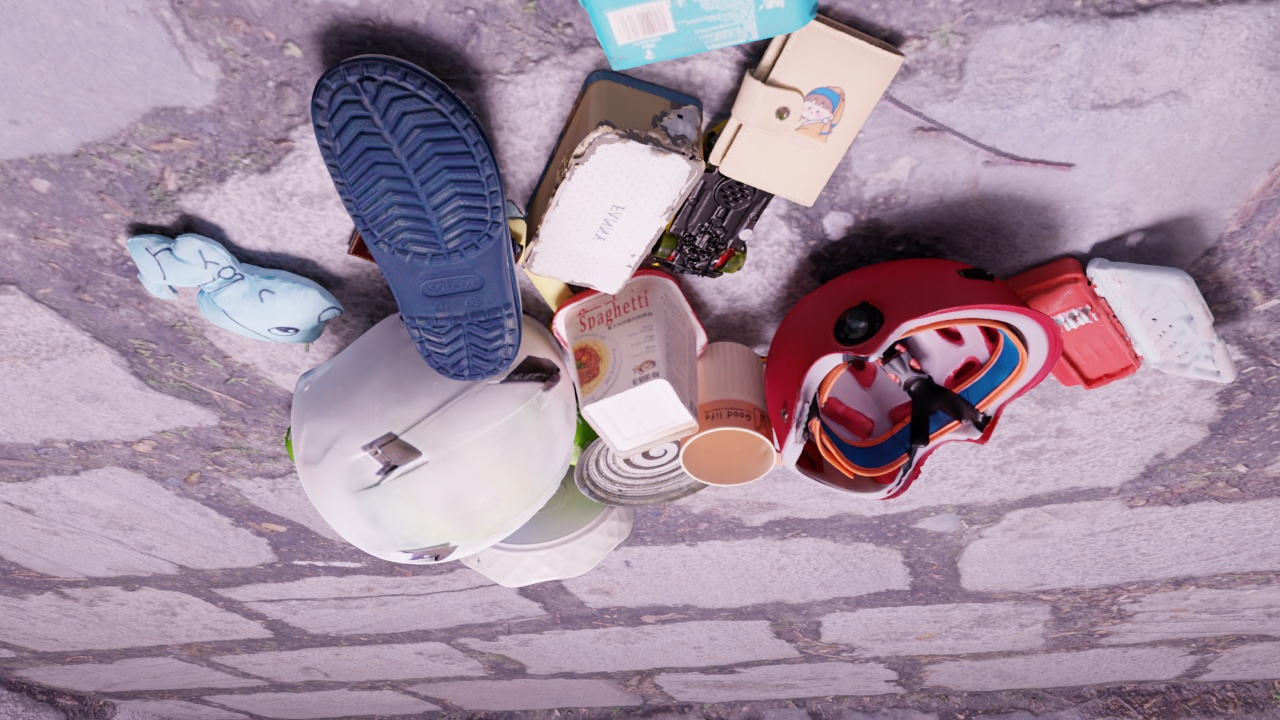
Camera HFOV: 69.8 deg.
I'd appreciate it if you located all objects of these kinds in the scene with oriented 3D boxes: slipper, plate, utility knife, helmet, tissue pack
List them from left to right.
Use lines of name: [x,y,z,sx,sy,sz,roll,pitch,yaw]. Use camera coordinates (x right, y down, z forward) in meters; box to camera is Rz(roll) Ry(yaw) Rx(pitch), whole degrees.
slipper: [-0.140,-0.100,0.648,0.105,0.095,0.253,-14,127,0]
helmet: [-0.159,0.075,0.791,0.258,0.146,0.229,-22,124,-17]
plate: [-0.111,0.166,1.028,0.205,0.204,0.046,-3,120,6]
utility knife: [-0.081,-0.075,0.769,0.031,0.018,0.167,-12,149,14]
plate: [0.018,0.095,0.940,0.179,0.024,0.180,-10,142,-8]
tissue pack: [0.029,-0.216,0.491,0.133,0.050,0.093,-8,147,13]
helmet: [0.208,-0.005,0.767,0.206,0.143,0.241,26,124,-39]

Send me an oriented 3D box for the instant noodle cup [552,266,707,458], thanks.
instant noodle cup: [-0.005,0.005,0.772,0.116,0.124,0.117,-22,133,14]

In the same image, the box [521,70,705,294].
box: [-0.026,-0.116,0.657,0.089,0.062,0.185,14,149,-20]

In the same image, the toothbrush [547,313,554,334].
toothbrush: [0.003,-0.006,0.860,0.190,0.016,0.016,19,127,-15]

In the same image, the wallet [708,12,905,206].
wallet: [0.101,-0.159,0.585,0.087,0.024,0.115,17,129,-17]

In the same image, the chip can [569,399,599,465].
chip can: [-0.077,0.073,0.969,0.221,0.072,0.073,23,143,-32]

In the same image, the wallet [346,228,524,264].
wallet: [-0.166,-0.089,0.736,0.122,0.020,0.097,23,144,-20]

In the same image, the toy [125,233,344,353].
toy: [-0.337,-0.055,0.776,0.161,0.049,0.156,-2,148,15]

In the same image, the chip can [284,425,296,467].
chip can: [-0.291,0.046,0.925,0.072,0.072,0.237,19,145,-29]

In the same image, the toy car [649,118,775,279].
toy car: [0.060,-0.117,0.666,0.071,0.041,0.156,10,139,-19]

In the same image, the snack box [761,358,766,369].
snack box: [0.129,0.026,0.930,0.154,0.026,0.075,1,149,-1]

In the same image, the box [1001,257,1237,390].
box: [0.416,-0.029,0.801,0.161,0.058,0.201,-6,152,41]

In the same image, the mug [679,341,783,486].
mug: [0.090,0.051,0.829,0.114,0.105,0.082,19,134,-18]
